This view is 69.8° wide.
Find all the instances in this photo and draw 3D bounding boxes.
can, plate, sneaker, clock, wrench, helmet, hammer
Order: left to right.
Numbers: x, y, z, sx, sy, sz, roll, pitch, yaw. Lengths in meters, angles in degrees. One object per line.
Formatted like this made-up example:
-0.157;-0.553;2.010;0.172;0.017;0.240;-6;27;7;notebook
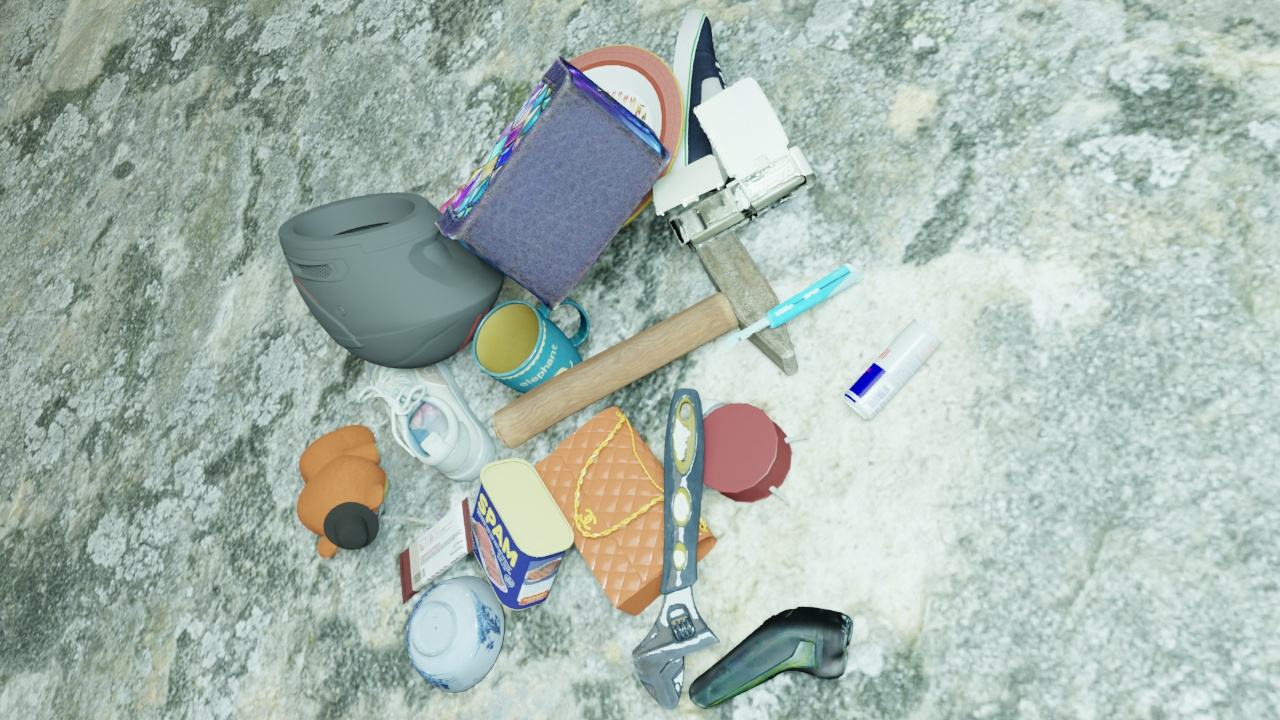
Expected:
-0.261;-0.076;0.982;0.265;0.170;0.163;6;33;33;helmet
-0.256;0.037;1.022;0.089;0.090;0.242;-49;54;3;sneaker
-0.119;0.168;0.882;0.116;0.056;0.092;52;136;35;can
-0.051;-0.225;0.968;0.230;0.021;0.229;-11;70;30;plate
-0.005;0.005;0.884;0.301;0.037;0.157;-28;57;1;hammer
0.034;0.158;0.795;0.073;0.022;0.273;1;77;6;wrench
0.073;-0.279;0.988;0.079;0.084;0.234;3;65;4;sneaker
0.083;0.082;0.836;0.125;0.044;0.087;11;75;33;clock
0.218;0.009;0.798;0.095;0.032;0.032;-48;54;3;can

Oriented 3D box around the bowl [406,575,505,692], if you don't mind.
-0.194;0.268;0.913;0.114;0.045;0.114;-12;64;25;bowl

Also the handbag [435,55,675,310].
-0.085;-0.169;0.868;0.205;0.125;0.222;-52;20;8;handbag

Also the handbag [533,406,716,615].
-0.019;0.134;0.866;0.109;0.060;0.172;-41;55;3;handbag

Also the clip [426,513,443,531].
-0.206;0.185;0.977;0.052;0.013;0.035;32;88;33;clip

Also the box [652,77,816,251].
0.074;-0.186;0.851;0.144;0.192;0.106;-29;87;11;box

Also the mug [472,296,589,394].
-0.099;-0.014;0.946;0.112;0.104;0.084;-49;54;0;mug

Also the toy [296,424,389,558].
-0.333;0.144;1.018;0.112;0.096;0.176;-44;27;6;toy

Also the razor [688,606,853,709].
0.107;0.250;0.751;0.152;0.053;0.067;-37;75;18;razor

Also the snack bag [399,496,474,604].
-0.211;0.197;0.941;0.158;0.013;0.057;-41;52;39;snack bag

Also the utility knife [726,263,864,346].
0.141;-0.047;0.840;0.151;0.015;0.022;-31;62;-16;utility knife

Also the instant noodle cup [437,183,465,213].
-0.221;-0.140;1.084;0.109;0.097;0.097;-26;58;26;instant noodle cup
